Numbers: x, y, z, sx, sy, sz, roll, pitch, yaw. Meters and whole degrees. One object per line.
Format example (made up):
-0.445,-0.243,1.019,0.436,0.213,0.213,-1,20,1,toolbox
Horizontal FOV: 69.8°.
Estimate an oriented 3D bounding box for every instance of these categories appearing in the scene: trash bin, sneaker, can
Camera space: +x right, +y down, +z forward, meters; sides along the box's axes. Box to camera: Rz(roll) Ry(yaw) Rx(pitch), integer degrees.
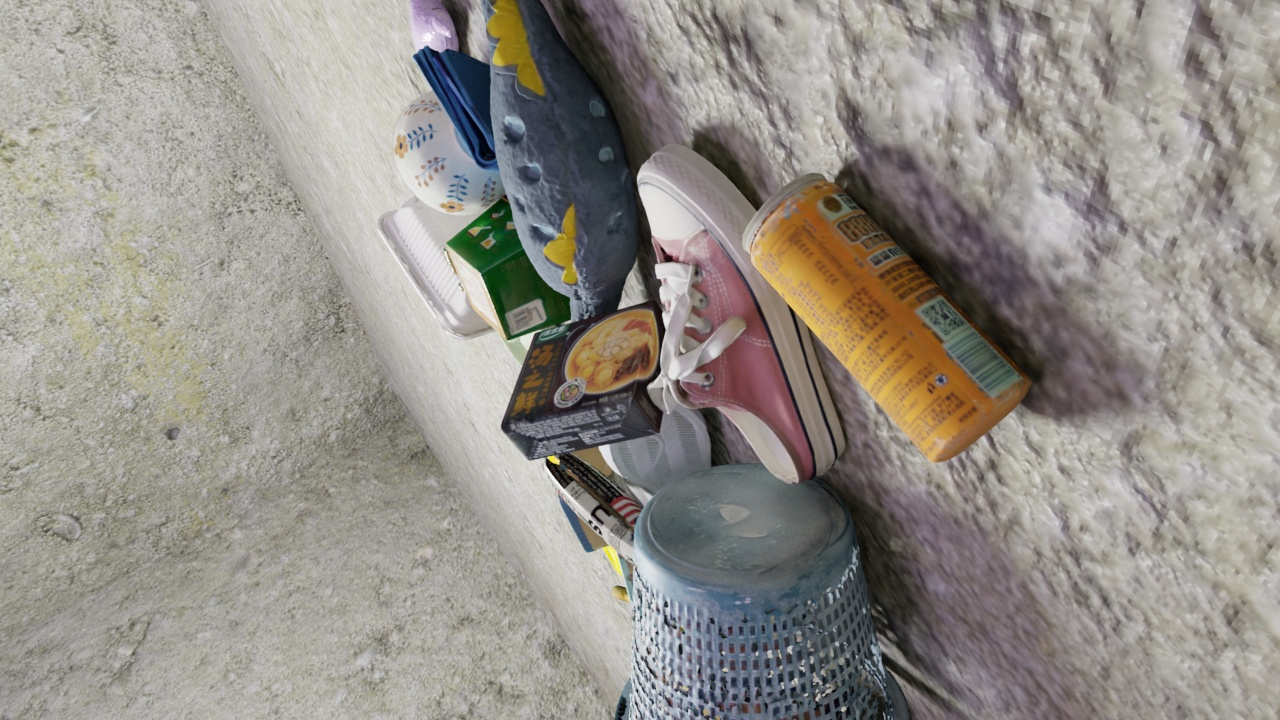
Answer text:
0.081,0.192,0.667,0.227,0.226,0.195,32,135,54,trash bin
0.010,0.074,0.821,0.090,0.089,0.242,54,173,37,sneaker
0.115,-0.022,0.442,0.146,0.058,0.058,52,161,21,can
0.048,-0.014,0.581,0.241,0.087,0.118,64,162,-18,sneaker

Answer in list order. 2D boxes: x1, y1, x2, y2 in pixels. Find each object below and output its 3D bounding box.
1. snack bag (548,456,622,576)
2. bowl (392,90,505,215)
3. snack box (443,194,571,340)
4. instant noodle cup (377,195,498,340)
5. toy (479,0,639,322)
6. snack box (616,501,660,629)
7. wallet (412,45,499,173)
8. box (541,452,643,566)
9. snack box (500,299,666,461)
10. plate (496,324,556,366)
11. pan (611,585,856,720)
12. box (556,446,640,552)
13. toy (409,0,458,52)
-0.041,0.152,1.105,0.246,0.068,0.158,58,162,4,snack bag
-0.153,-0.190,0.810,0.062,0.113,0.113,-11,111,51,bowl
-0.107,-0.084,0.846,0.117,0.105,0.118,38,154,47,snack box
-0.179,-0.117,0.967,0.173,0.137,0.061,53,140,16,instant noodle cup
-0.056,-0.129,0.672,0.138,0.091,0.357,-124,16,-51,toy
0.012,0.186,0.929,0.174,0.074,0.052,-113,6,-55,snack box
-0.121,-0.192,0.726,0.106,0.040,0.133,60,-167,-1,wallet
-0.029,0.136,0.794,0.164,0.060,0.072,36,-174,33,box
-0.033,0.010,0.694,0.053,0.113,0.125,55,-148,-36,snack box
-0.156,-0.067,1.125,0.230,0.027,0.231,50,161,24,plate
0.076,0.297,0.868,0.197,0.078,0.358,25,168,-38,pan
-0.041,0.105,0.940,0.184,0.062,0.090,-95,-15,-61,box
-0.188,-0.294,0.833,0.084,0.039,0.108,58,168,13,toy
